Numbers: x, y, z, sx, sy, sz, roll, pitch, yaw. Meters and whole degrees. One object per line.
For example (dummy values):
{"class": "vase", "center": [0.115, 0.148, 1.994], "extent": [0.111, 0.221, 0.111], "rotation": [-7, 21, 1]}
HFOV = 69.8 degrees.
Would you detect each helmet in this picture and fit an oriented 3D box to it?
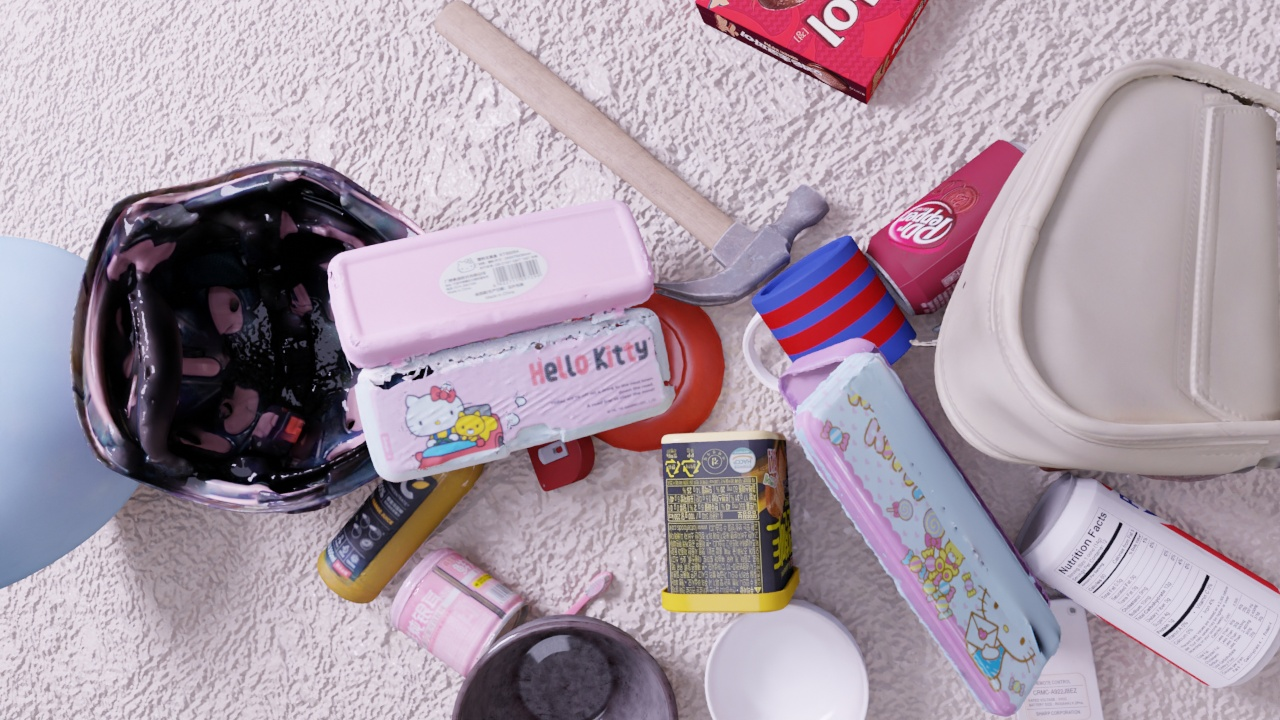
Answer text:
{"class": "helmet", "center": [-0.444, 0.027, 0.655], "extent": [0.167, 0.225, 0.265], "rotation": [-16, 58, 7]}
{"class": "helmet", "center": [-0.242, -0.007, 0.643], "extent": [0.255, 0.153, 0.230], "rotation": [-8, 81, -4]}

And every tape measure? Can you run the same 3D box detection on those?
{"class": "tape measure", "center": [-0.059, 0.060, 0.655], "extent": [0.052, 0.019, 0.059], "rotation": [-25, 82, 39]}

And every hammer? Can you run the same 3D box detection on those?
{"class": "hammer", "center": [-0.029, -0.162, 0.656], "extent": [0.331, 0.031, 0.119], "rotation": [42, 86, 14]}

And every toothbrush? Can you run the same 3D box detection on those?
{"class": "toothbrush", "center": [-0.068, 0.201, 0.662], "extent": [0.021, 0.016, 0.135], "rotation": [45, 98, 11]}

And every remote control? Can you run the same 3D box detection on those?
{"class": "remote control", "center": [0.264, 0.219, 0.580], "extent": [0.050, 0.011, 0.135], "rotation": [-9, 85, 14]}

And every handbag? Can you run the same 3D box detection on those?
{"class": "handbag", "center": [0.258, -0.042, 0.493], "extent": [0.184, 0.132, 0.228], "rotation": [15, 73, -2]}

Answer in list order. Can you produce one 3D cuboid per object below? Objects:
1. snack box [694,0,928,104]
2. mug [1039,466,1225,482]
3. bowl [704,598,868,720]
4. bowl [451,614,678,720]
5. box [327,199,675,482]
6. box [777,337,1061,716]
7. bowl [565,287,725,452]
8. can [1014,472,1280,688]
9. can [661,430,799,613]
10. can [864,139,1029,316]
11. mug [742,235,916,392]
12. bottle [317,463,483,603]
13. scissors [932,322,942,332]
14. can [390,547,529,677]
{"class": "snack box", "center": [0.135, -0.275, 0.622], "extent": [0.133, 0.035, 0.152], "rotation": [32, 95, 13]}
{"class": "mug", "center": [0.284, 0.028, 0.531], "extent": [0.110, 0.122, 0.096], "rotation": [-12, 121, 18]}
{"class": "bowl", "center": [0.096, 0.208, 0.602], "extent": [0.105, 0.054, 0.105], "rotation": [-1, 86, 12]}
{"class": "bowl", "center": [-0.050, 0.231, 0.619], "extent": [0.145, 0.067, 0.145], "rotation": [-1, 99, -5]}
{"class": "box", "center": [-0.082, -0.017, 0.578], "extent": [0.201, 0.059, 0.155], "rotation": [-14, 85, -15]}
{"class": "box", "center": [0.149, 0.099, 0.529], "extent": [0.214, 0.092, 0.090], "rotation": [54, 144, -9]}
{"class": "bowl", "center": [-0.004, 0.004, 0.645], "extent": [0.122, 0.035, 0.122], "rotation": [-1, 87, 14]}
{"class": "can", "center": [0.299, 0.128, 0.545], "extent": [0.132, 0.070, 0.070], "rotation": [33, 95, 13]}
{"class": "can", "center": [0.057, 0.097, 0.578], "extent": [0.072, 0.130, 0.101], "rotation": [-4, 84, 14]}
{"class": "can", "center": [0.204, -0.083, 0.582], "extent": [0.114, 0.063, 0.063], "rotation": [-38, 79, 10]}
{"class": "mug", "center": [0.110, -0.021, 0.597], "extent": [0.112, 0.074, 0.076], "rotation": [-29, 99, 43]}
{"class": "bottle", "center": [-0.159, 0.095, 0.671], "extent": [0.053, 0.053, 0.186], "rotation": [43, 98, 12]}
{"class": "scissors", "center": [0.263, -0.050, 0.579], "extent": [0.150, 0.019, 0.121], "rotation": [4, 114, -1]}
{"class": "can", "center": [-0.128, 0.179, 0.652], "extent": [0.076, 0.067, 0.067], "rotation": [31, 95, 13]}
